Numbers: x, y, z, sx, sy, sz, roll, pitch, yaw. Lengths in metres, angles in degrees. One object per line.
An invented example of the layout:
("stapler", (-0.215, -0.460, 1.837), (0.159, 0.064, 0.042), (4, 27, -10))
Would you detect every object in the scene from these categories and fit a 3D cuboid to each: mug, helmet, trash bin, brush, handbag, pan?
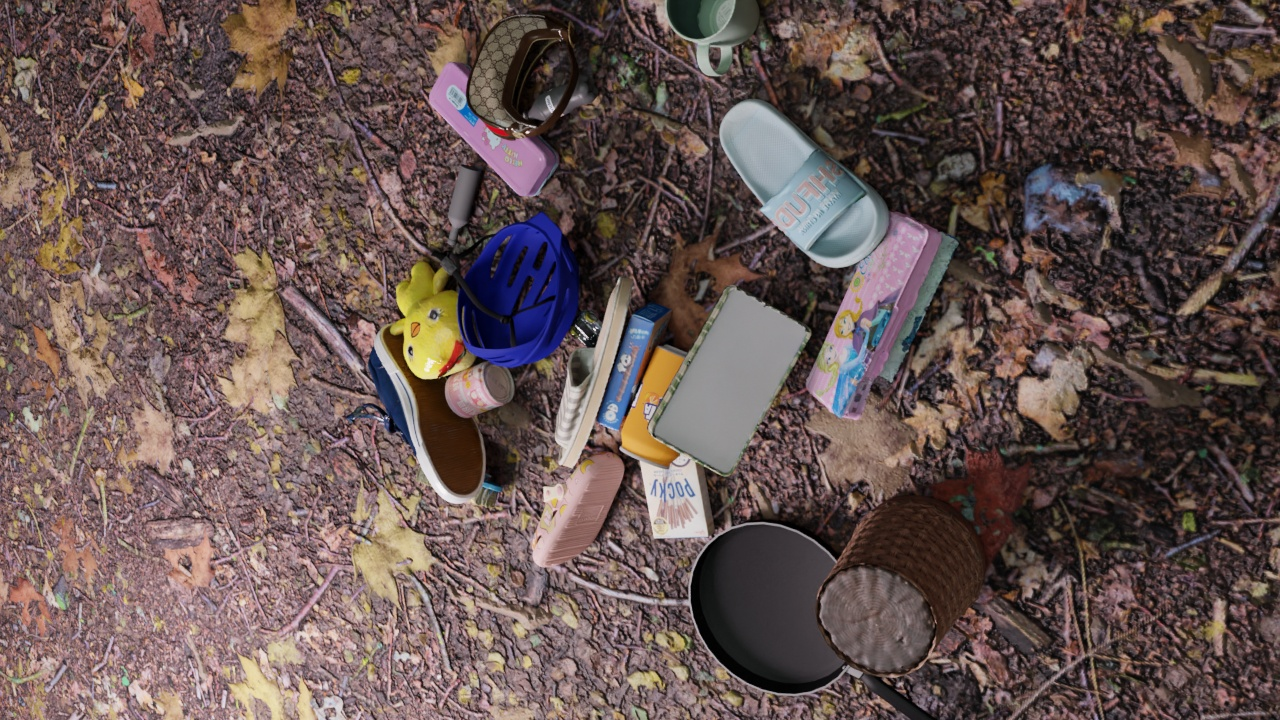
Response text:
("mug", (0.086, -0.379, 1.035), (0.084, 0.103, 0.111), (8, 102, 26))
("helmet", (-0.183, -0.079, 1.163), (0.148, 0.227, 0.242), (46, 120, 22))
("trash bin", (0.279, 0.246, 0.986), (0.151, 0.209, 0.151), (6, 102, 27))
("brush", (-0.258, 0.164, 1.347), (0.136, 0.055, 0.075), (16, 85, 24))
("handbag", (-0.141, -0.362, 1.165), (0.138, 0.063, 0.166), (17, 83, 22))
("pan", (0.221, 0.343, 1.135), (0.356, 0.034, 0.226), (33, 113, 19))

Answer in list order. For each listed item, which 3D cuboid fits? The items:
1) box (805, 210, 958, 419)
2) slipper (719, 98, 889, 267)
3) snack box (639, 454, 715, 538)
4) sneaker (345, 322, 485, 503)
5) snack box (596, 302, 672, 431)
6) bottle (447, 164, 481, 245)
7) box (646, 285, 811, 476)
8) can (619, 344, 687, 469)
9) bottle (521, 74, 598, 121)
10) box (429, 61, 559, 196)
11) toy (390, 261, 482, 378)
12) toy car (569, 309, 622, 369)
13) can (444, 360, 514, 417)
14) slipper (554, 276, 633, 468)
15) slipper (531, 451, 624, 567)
("box", (0.274, -0.048, 1.034), (0.084, 0.076, 0.231), (50, 125, 54))
("slipper", (0.170, -0.200, 1.030), (0.245, 0.074, 0.104), (51, 121, 20))
("snack box", (0.044, 0.157, 1.199), (0.082, 0.026, 0.150), (-9, 94, 28))
("sneaker", (-0.328, 0.095, 1.331), (0.128, 0.120, 0.294), (-49, 62, 35))
("snack box", (-0.007, 0.007, 1.162), (0.034, 0.087, 0.151), (22, 109, 10))
("bottle", (-0.251, -0.215, 1.286), (0.030, 0.030, 0.113), (27, 110, 21))
("box", (0.102, 0.023, 1.076), (0.117, 0.050, 0.205), (28, 91, -3))
("can", (0.032, 0.056, 1.138), (0.079, 0.079, 0.142), (23, 92, 23))
("bottle", (-0.107, -0.333, 1.184), (0.110, 0.036, 0.036), (-16, 91, 29))
("box", (-0.198, -0.313, 1.239), (0.214, 0.036, 0.076), (46, 120, 13))
("toy", (-0.292, -0.055, 1.300), (0.134, 0.092, 0.207), (-48, 62, 21))
("toy car", (-0.054, -0.029, 1.216), (0.090, 0.027, 0.039), (46, 119, -5))
("can", (-0.228, 0.041, 1.299), (0.076, 0.067, 0.067), (-20, 89, 28))
("slipper", (-0.065, 0.016, 1.166), (0.054, 0.114, 0.273), (16, 118, -11))
("slipper", (-0.093, 0.192, 1.253), (0.081, 0.093, 0.198), (46, 116, 36))
